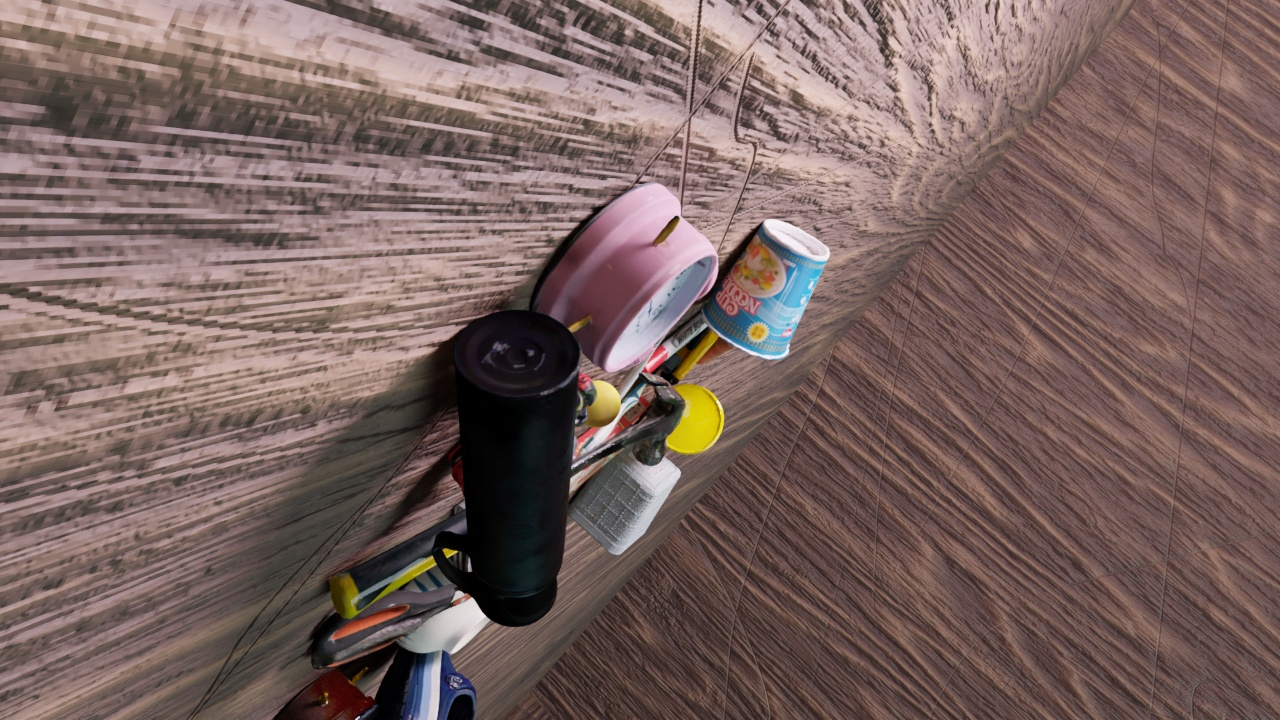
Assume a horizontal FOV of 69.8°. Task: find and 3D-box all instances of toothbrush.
[{"bbox_3d":[-0.009,0.043,0.900,0.191,0.018,0.016,-47,175,-44],"label":"toothbrush"},{"bbox_3d":[-0.005,0.005,0.859,0.016,0.016,0.181,-37,167,-43],"label":"toothbrush"}]

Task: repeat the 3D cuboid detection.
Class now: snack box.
[{"bbox_3d":[-0.053,0.097,0.956,0.152,0.025,0.075,-38,165,-37],"label":"snack box"}]

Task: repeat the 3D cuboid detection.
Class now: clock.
[{"bbox_3d":[-0.002,-0.046,0.589,0.117,0.060,0.158,-48,170,5],"label":"clock"},{"bbox_3d":[-0.287,0.328,0.816,0.122,0.055,0.082,-50,169,18],"label":"clock"}]

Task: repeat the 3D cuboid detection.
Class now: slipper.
[{"bbox_3d":[-0.199,0.327,0.872,0.105,0.095,0.253,-60,-169,-4],"label":"slipper"}]

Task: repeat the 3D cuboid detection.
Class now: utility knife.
[{"bbox_3d":[0.079,-0.040,0.977,0.176,0.033,0.015,-49,126,-5],"label":"utility knife"}]

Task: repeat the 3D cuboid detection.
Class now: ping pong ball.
[{"bbox_3d":[-0.037,0.037,0.781,0.040,0.040,0.040,-45,168,-13],"label":"ping pong ball"}]

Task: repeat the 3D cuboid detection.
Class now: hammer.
[{"bbox_3d":[-0.088,0.101,0.713,0.322,0.032,0.126,-27,152,-33],"label":"hammer"}]

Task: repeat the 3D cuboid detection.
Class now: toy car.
[{"bbox_3d":[-0.083,0.049,0.648,0.120,0.045,0.053,-39,168,-10],"label":"toy car"}]

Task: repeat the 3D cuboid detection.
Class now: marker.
[{"bbox_3d":[0.047,-0.028,0.922,0.144,0.017,0.017,-39,165,-35],"label":"marker"}]

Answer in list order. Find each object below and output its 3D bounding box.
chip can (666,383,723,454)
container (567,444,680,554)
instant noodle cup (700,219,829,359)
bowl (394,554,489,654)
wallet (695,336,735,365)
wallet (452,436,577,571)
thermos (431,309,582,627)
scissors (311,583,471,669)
[{"bbox_3d":[0.048,0.063,1.019,0.073,0.073,0.216,-47,178,-2],"label":"chip can"},{"bbox_3d":[-0.017,0.165,1.150,0.112,0.090,0.090,-57,166,28],"label":"container"},{"bbox_3d":[0.125,-0.073,0.886,0.099,0.099,0.110,-27,148,-58],"label":"instant noodle cup"},{"bbox_3d":[-0.175,0.227,0.849,0.116,0.066,0.116,-44,168,-12],"label":"bowl"},{"bbox_3d":[0.112,-0.045,1.019,0.115,0.020,0.101,-48,-173,-22],"label":"wallet"},{"bbox_3d":[-0.115,0.126,0.812,0.129,0.037,0.107,-37,153,-41],"label":"wallet"},{"bbox_3d":[-0.089,0.080,0.571,0.068,0.090,0.243,-88,-174,-46],"label":"thermos"},{"bbox_3d":[-0.158,0.193,0.759,0.234,0.021,0.140,-26,153,-18],"label":"scissors"}]
